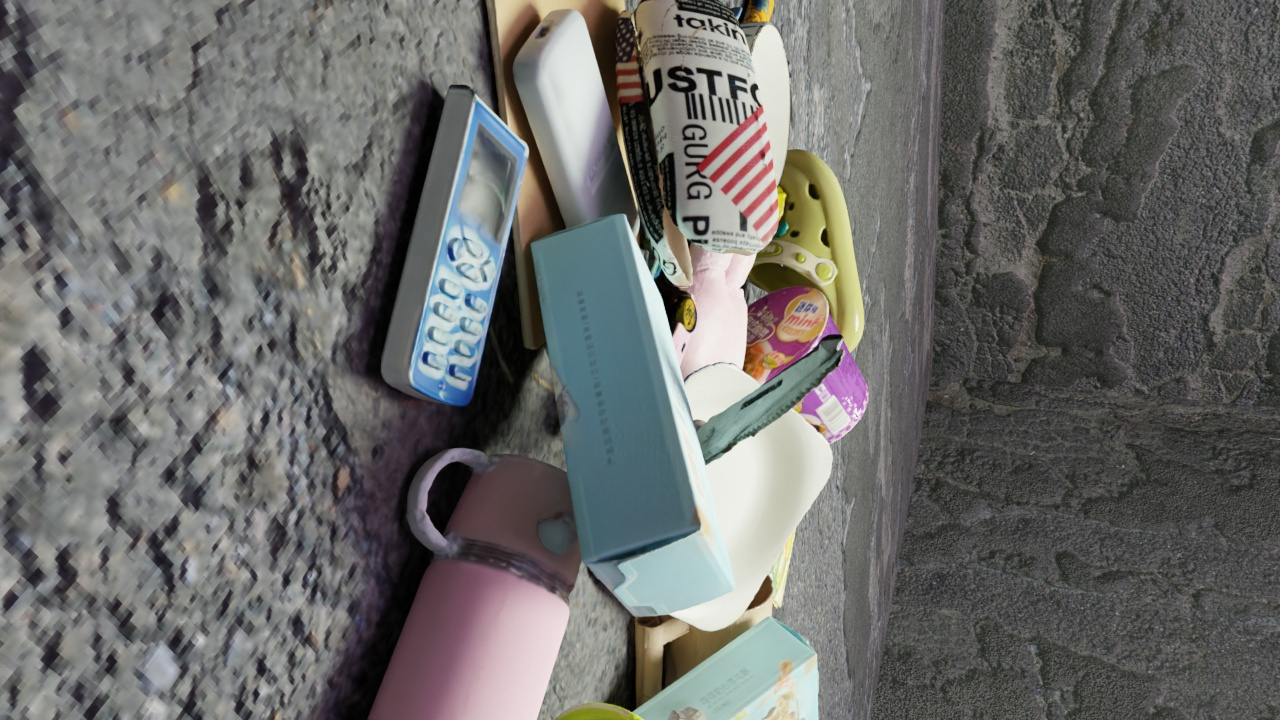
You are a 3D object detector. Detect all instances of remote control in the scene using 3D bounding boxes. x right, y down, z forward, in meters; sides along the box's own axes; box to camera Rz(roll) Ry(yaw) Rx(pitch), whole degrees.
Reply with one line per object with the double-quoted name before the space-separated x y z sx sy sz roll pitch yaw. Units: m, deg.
"remote control" -0.076 -0.045 0.376 0.049 0.024 0.124 38 62 -65
"remote control" -0.029 -0.103 0.460 0.136 0.020 0.055 72 31 -45

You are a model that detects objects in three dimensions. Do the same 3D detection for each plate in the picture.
"plate" 0.044 0.092 0.621 0.163 0.034 0.164 36 84 -36

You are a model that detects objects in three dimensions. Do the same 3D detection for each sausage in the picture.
"sausage" 0.084 -0.243 0.731 0.021 0.021 0.164 62 39 -55

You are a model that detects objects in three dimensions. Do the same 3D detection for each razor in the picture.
"razor" 0.027 -0.103 0.626 0.043 0.022 0.142 -66 175 35

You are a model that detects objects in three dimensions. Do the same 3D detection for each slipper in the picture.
"slipper" 0.133 -0.090 0.791 0.081 0.092 0.190 -10 81 -29

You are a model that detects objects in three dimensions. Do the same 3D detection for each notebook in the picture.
"notebook" -0.035 -0.127 0.482 0.147 0.008 0.208 -45 136 -58

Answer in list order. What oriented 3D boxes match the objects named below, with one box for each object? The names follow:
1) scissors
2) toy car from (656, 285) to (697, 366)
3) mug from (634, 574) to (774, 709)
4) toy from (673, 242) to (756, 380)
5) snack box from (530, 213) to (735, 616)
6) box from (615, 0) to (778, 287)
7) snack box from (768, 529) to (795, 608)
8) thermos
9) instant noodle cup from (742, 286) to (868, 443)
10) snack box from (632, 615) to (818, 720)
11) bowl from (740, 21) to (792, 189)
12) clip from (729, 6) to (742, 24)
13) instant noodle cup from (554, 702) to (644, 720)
"scissors" 0.032 0.035 0.477 0.209 0.015 0.185 -54 -165 12
"toy car" -0.003 0.003 0.532 0.037 0.056 0.122 70 33 -41
"mug" 0.044 0.220 0.696 0.124 0.084 0.104 -17 115 -41
"toy" 0.050 -0.030 0.652 0.121 0.054 0.159 12 91 -68
"snack box" -0.006 0.022 0.421 0.074 0.052 0.174 64 11 -55
"box" 0.016 -0.117 0.492 0.076 0.087 0.163 1 69 -27
"snack box" 0.114 0.095 0.845 0.114 0.063 0.239 56 45 -58
"thermos" -0.080 0.132 0.370 0.087 0.067 0.198 34 60 -33
"instant noodle cup" 0.125 0.012 0.744 0.099 0.112 0.111 48 47 -29
"snack box" 0.045 0.254 0.621 0.174 0.052 0.074 -26 126 -28
"bowl" 0.057 -0.167 0.623 0.116 0.066 0.116 6 90 -68
"clip" 0.057 -0.233 0.667 0.038 0.026 0.058 54 53 -44
"instant noodle cup" -0.039 0.250 0.450 0.123 0.112 0.112 -19 113 -59
